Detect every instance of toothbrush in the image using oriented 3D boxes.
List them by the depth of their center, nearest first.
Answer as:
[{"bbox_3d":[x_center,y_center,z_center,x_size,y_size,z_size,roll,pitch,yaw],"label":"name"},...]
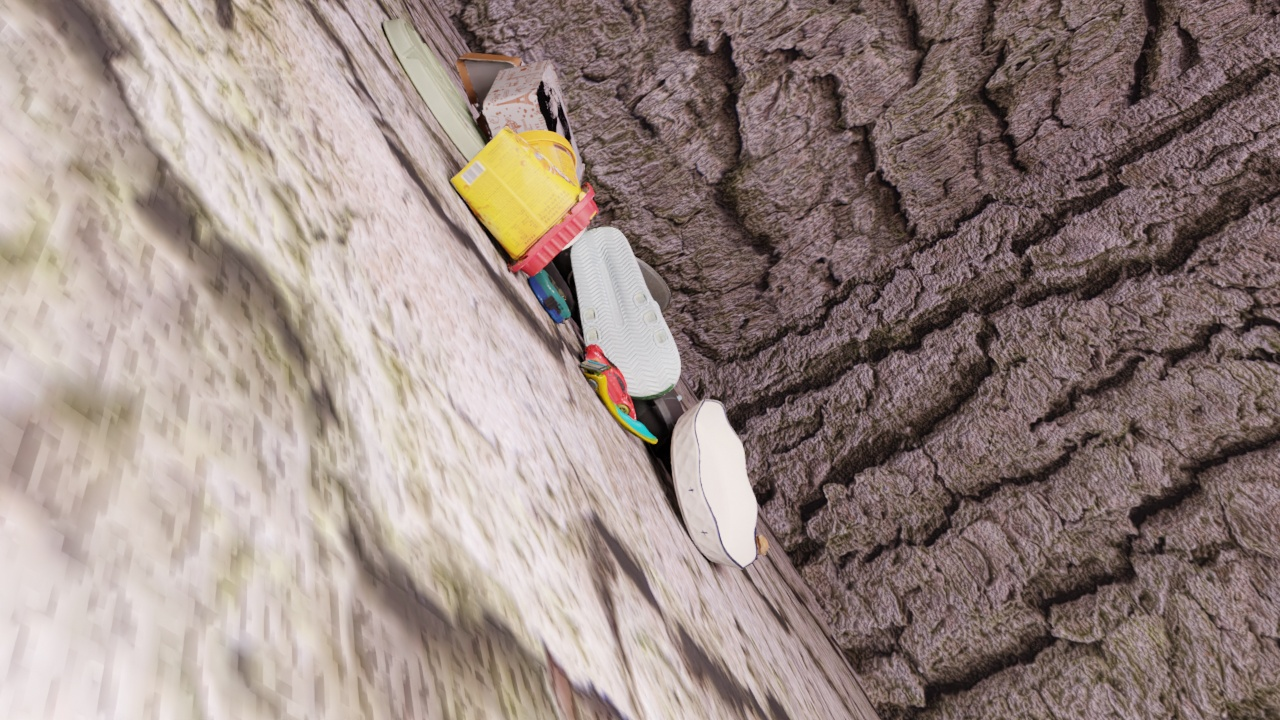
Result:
[{"bbox_3d":[-0.099,-0.084,1.129,0.027,0.026,0.213,60,1,38],"label":"toothbrush"}]

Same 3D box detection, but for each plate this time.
[{"bbox_3d":[0.088,0.148,1.091,0.204,0.046,0.205,-14,90,-71],"label":"plate"},{"bbox_3d":[-0.253,-0.339,1.184,0.230,0.027,0.230,57,4,-8],"label":"plate"},{"bbox_3d":[-0.046,-0.104,1.286,0.179,0.024,0.180,18,-26,9],"label":"plate"}]

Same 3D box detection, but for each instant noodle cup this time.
[{"bbox_3d":[-0.121,-0.167,0.937,0.123,0.116,0.116,45,8,-16],"label":"instant noodle cup"},{"bbox_3d":[-0.125,-0.206,1.153,0.114,0.118,0.118,68,8,27],"label":"instant noodle cup"}]

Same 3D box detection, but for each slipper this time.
[{"bbox_3d":[-0.024,-0.057,1.149,0.074,0.104,0.245,61,9,-66],"label":"slipper"}]

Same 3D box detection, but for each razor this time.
[{"bbox_3d":[-0.021,0.052,1.018,0.043,0.028,0.132,10,-36,51],"label":"razor"}]

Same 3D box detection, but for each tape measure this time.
[{"bbox_3d":[-0.101,-0.075,1.023,0.058,0.025,0.054,60,3,40],"label":"tape measure"}]

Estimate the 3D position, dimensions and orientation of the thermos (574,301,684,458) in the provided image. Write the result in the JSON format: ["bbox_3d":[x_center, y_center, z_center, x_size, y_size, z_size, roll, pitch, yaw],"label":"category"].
[{"bbox_3d":[-0.007,0.007,1.198,0.242,0.068,0.090,60,-15,27],"label":"thermos"}]

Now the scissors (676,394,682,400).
[{"bbox_3d":[0.023,0.062,1.264,0.131,0.017,0.133,39,28,12],"label":"scissors"}]

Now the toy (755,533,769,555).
[{"bbox_3d":[0.125,0.193,1.350,0.225,0.082,0.143,-116,-173,-60],"label":"toy"}]

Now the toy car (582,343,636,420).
[{"bbox_3d":[-0.032,0.028,1.061,0.106,0.031,0.049,59,4,-16],"label":"toy car"}]

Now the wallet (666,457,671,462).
[{"bbox_3d":[0.070,0.150,1.257,0.130,0.035,0.119,48,3,23],"label":"wallet"}]

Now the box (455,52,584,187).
[{"bbox_3d":[-0.166,-0.333,1.304,0.271,0.132,0.179,51,-17,51],"label":"box"}]
